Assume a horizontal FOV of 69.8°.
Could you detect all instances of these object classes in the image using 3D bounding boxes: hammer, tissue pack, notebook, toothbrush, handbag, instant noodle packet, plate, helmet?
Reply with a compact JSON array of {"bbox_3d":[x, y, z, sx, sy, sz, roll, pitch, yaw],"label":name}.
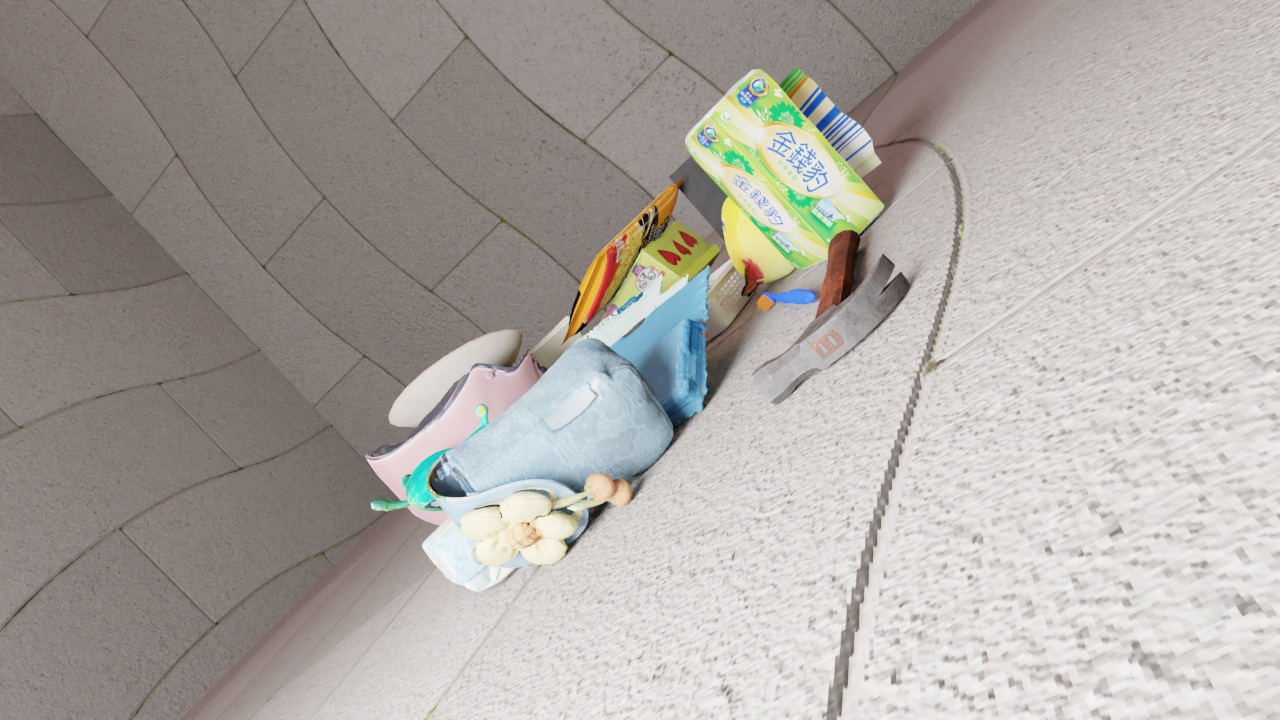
[{"bbox_3d":[0.155,-0.059,0.718,0.111,0.028,0.299,-40,6,23],"label":"hammer"},{"bbox_3d":[-0.139,0.158,0.855,0.112,0.070,0.182,-44,4,-20],"label":"tissue pack"},{"bbox_3d":[-0.121,0.041,1.290,0.153,0.012,0.209,-43,-31,-9],"label":"notebook"},{"bbox_3d":[0.137,-0.058,0.873,0.018,0.016,0.182,-47,6,-1],"label":"toothbrush"},{"bbox_3d":[-0.061,0.083,0.718,0.191,0.122,0.118,-37,38,-10],"label":"handbag"},{"bbox_3d":[0.145,-0.221,1.272,0.072,0.176,0.195,-40,3,22],"label":"handbag"},{"bbox_3d":[-0.021,-0.128,1.157,0.220,0.032,0.160,-50,-8,-43],"label":"instant noodle packet"},{"bbox_3d":[-0.216,0.031,1.110,0.188,0.027,0.189,-36,-11,-8],"label":"plate"},{"bbox_3d":[-0.181,0.106,1.090,0.230,0.152,0.255,-41,-5,1],"label":"helmet"},{"bbox_3d":[0.164,-0.213,0.946,0.141,0.197,0.120,-45,13,-12],"label":"tissue pack"}]

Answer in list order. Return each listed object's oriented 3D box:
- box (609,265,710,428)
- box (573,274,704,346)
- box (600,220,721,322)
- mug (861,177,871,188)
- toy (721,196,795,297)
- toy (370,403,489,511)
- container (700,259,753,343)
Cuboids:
[{"bbox_3d":[-0.018,0.021,0.889,0.232,0.033,0.174,-39,33,39],"label":"box"},{"bbox_3d":[-0.014,0.004,0.972,0.231,0.035,0.159,-35,41,44],"label":"box"},{"bbox_3d":[0.009,-0.066,1.209,0.222,0.081,0.124,-56,-5,36],"label":"box"},{"bbox_3d":[0.214,-0.210,1.120,0.105,0.089,0.073,-43,6,-10],"label":"mug"},{"bbox_3d":[0.141,-0.174,1.059,0.092,0.207,0.134,-11,-22,15],"label":"toy"},{"bbox_3d":[-0.174,0.096,0.911,0.194,0.072,0.130,-32,4,16],"label":"toy"},{"bbox_3d":[0.085,-0.065,1.101,0.081,0.049,0.128,-37,7,38],"label":"container"}]
